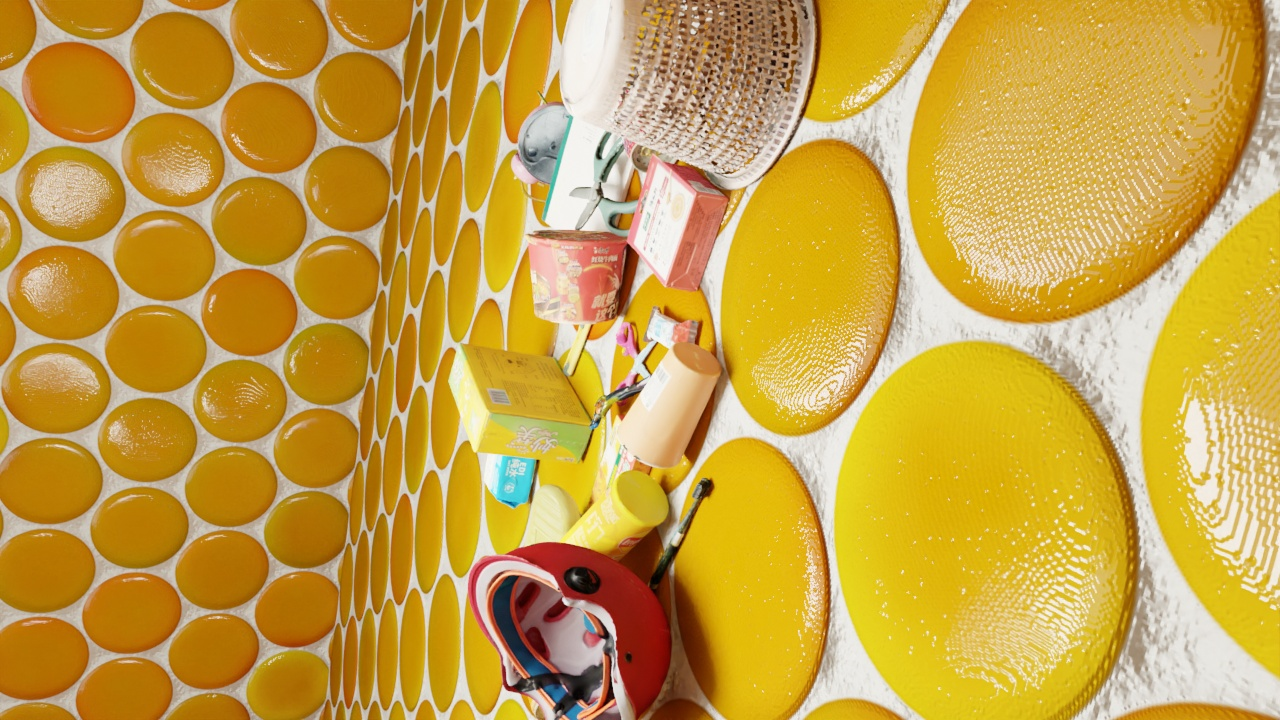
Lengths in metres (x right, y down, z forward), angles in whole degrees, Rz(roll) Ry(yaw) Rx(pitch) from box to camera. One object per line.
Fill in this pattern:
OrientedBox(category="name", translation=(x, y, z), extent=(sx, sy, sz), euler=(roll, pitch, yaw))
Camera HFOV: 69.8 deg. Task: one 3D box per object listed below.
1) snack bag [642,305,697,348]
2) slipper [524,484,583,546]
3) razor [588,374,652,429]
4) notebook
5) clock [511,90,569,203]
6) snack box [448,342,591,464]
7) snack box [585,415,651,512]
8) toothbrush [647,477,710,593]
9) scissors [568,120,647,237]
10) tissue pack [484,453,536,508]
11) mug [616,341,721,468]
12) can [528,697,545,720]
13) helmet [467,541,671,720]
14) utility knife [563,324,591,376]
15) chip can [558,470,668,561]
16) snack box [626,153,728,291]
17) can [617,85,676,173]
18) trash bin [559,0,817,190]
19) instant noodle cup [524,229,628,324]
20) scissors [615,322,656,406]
OrientedBox(category="snack bag", translation=(0.032, -0.033, 1.045), extent=(0.104, 0.026, 0.048), euler=(26, 102, 64))
OrientedBox(category="slipper", translation=(-0.098, 0.231, 1.215), extent=(0.091, 0.081, 0.191), euler=(39, 138, 31))
OrientedBox(category="razor", translation=(-0.023, 0.044, 1.116), extent=(0.143, 0.022, 0.042), euler=(-31, 29, 49))
OrientedBox(category="notebook", translation=(-0.068, -0.257, 1.261), extent=(0.150, 0.012, 0.209), euler=(40, 123, 36))
OrientedBox(category="clock", translation=(-0.126, -0.302, 1.337), extent=(0.059, 0.117, 0.159), euler=(-107, 34, -60))
OrientedBox(category="snack box", translation=(-0.175, 0.059, 1.311), extent=(0.210, 0.157, 0.070), euler=(52, 128, 56))
OrientedBox(category="snack box", translation=(-0.026, 0.152, 1.130), extent=(0.077, 0.027, 0.156), euler=(55, 134, 52))
OrientedBox(category="toothbrush", translation=(0.037, 0.198, 1.000), extent=(0.012, 0.017, 0.186), euler=(36, 125, 19))
OrientedBox(category="scissors", translation=(-0.024, -0.222, 1.167), extent=(0.179, 0.019, 0.170), euler=(45, 111, 37))
OrientedBox(category="tissue pack", translation=(-0.203, 0.156, 1.459), extent=(0.090, 0.063, 0.140), euler=(-151, 70, -65))
OrientedBox(category="mug", translation=(0.033, 0.044, 0.977), extent=(0.123, 0.078, 0.078), euler=(-64, 32, 29))
OrientedBox(category="can", translation=(-0.137, 0.425, 1.271), extent=(0.146, 0.058, 0.058), euler=(56, 134, 53))
OrientedBox(category="helmet", translation=(-0.064, 0.291, 1.005), extent=(0.240, 0.143, 0.207), euler=(45, 130, 21))
OrientedBox(category="utility knife", translation=(-0.074, -0.059, 1.298), extent=(0.214, 0.022, 0.031), euler=(-63, 38, 29))
OrientedBox(category="chip can", translation=(-0.053, 0.216, 1.080), extent=(0.214, 0.072, 0.072), euler=(-50, 41, 35))
OrientedBox(category="snack box", translation=(0.039, -0.157, 1.037), extent=(0.127, 0.044, 0.113), euler=(56, 135, 52))
OrientedBox(category="can", translation=(0.009, -0.278, 1.100), extent=(0.067, 0.066, 0.093), euler=(124, 143, -45))
OrientedBox(category="trash bin", translation=(0.033, -0.298, 0.911), extent=(0.228, 0.192, 0.227), euler=(5, 90, 65))
OrientedBox(category="instant noodle cup", translation=(-0.080, -0.109, 1.192), extent=(0.138, 0.137, 0.109), euler=(-150, 59, -63))
OrientedBox(category="scissors", translation=(-0.007, 0.008, 1.137), extent=(0.133, 0.017, 0.135), euler=(55, 131, 49))
